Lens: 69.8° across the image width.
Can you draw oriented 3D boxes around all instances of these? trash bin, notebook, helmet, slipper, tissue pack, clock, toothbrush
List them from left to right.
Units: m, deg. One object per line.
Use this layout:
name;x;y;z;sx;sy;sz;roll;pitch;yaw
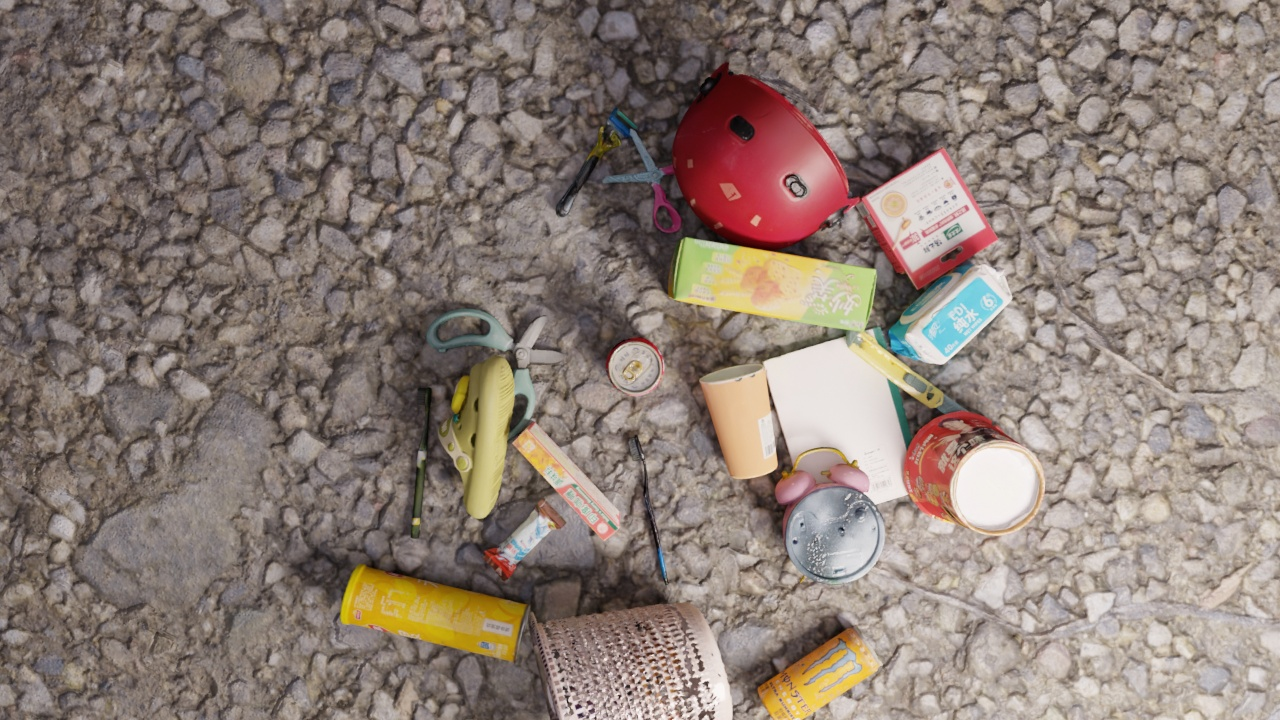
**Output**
toothbrush;-0.268;0.124;1.111;0.017;0.012;0.186;6;93;5
slipper;-0.194;0.087;1.054;0.081;0.091;0.190;7;97;0
trash bin;-0.009;0.372;1.038;0.192;0.228;0.227;-14;93;-12
toothbrush;0.010;0.183;1.114;0.016;0.014;0.189;-12;94;1
helmet;0.118;-0.200;0.986;0.207;0.239;0.144;44;99;-5
clock;0.220;0.180;1.080;0.117;0.060;0.158;-10;96;-1
notebook;0.247;0.079;1.109;0.150;0.012;0.209;-17;94;-1
tissue pack;0.356;-0.056;1.064;0.140;0.090;0.063;-44;93;2

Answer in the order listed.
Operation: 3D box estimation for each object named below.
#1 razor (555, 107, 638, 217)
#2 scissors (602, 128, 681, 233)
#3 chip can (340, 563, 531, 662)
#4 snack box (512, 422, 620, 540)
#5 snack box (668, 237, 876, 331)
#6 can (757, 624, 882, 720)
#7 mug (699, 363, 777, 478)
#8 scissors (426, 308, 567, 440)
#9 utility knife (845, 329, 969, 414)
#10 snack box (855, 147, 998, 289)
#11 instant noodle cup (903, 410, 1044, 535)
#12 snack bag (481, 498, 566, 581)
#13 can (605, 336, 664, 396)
razor;-0.059;-0.230;1.088;0.042;0.022;0.143;31;95;-40
scissors;0.022;-0.212;1.089;0.133;0.017;0.135;-6;98;-4
chip can;-0.242;0.300;1.091;0.213;0.072;0.072;13;93;-1
snack box;-0.085;0.140;1.079;0.027;0.077;0.156;-43;92;2
snack box;0.139;-0.085;1.027;0.210;0.157;0.070;10;94;-1
can;0.215;0.381;1.103;0.146;0.058;0.058;-34;93;2
mug;0.121;0.072;1.081;0.078;0.078;0.123;-14;98;0
scissors;-0.177;0.020;1.103;0.170;0.019;0.179;7;92;-2
utility knife;0.328;0.026;1.102;0.213;0.022;0.031;34;93;-13
snack box;0.335;-0.165;1.081;0.113;0.044;0.127;-31;92;1
instant noodle cup;0.389;0.133;1.060;0.138;0.108;0.138;0;96;-4
snack bag;-0.141;0.217;1.109;0.104;0.026;0.048;-41;104;2
can;-0.006;0.006;1.064;0.066;0.094;0.066;0;93;-1
